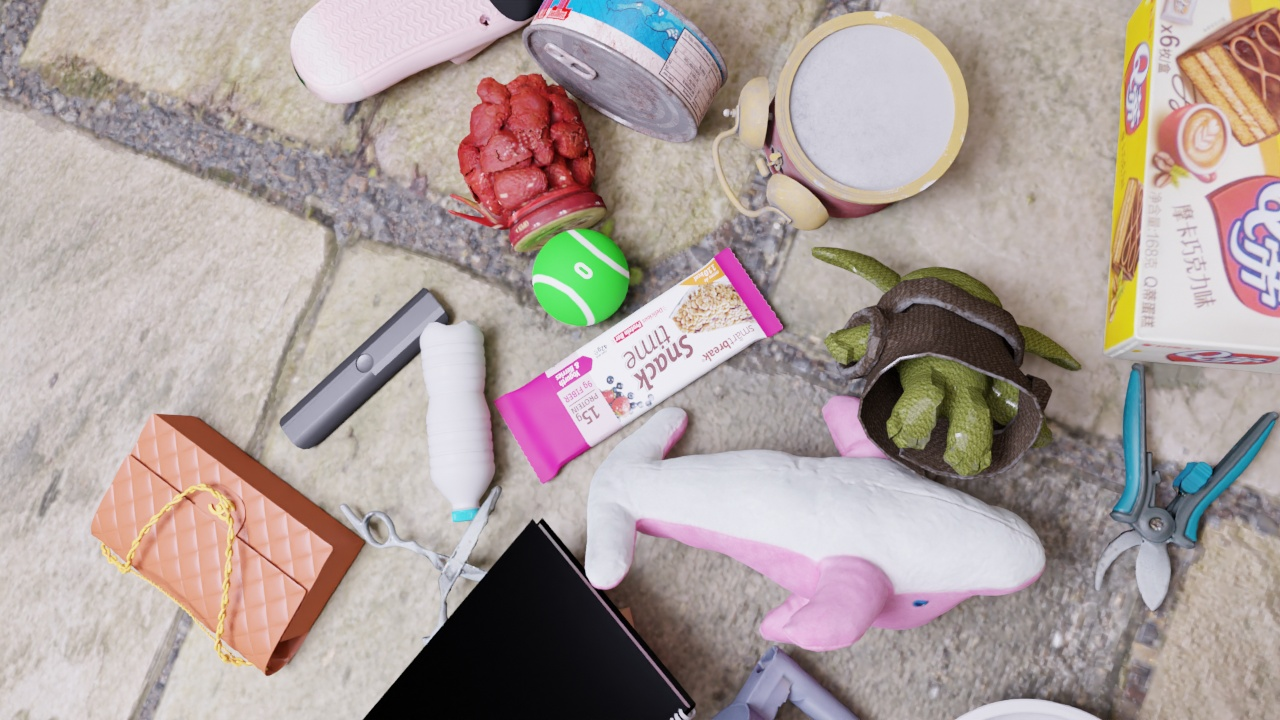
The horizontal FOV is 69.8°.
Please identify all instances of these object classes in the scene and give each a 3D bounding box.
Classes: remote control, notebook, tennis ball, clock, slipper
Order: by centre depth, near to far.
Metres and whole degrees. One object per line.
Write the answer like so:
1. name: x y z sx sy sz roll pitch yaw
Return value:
1. notebook: -0.080 0.224 0.565 0.149 0.016 0.207 46 106 23
2. clock: 0.123 -0.144 0.593 0.159 0.081 0.117 -24 89 -3
3. tennis ball: -0.040 -0.056 0.620 0.065 0.065 0.065 -2 81 10
4. remote control: -0.200 0.006 0.666 0.147 0.015 0.033 -42 77 2
5. slipper: -0.153 -0.260 0.677 0.221 0.056 0.106 -32 79 -5

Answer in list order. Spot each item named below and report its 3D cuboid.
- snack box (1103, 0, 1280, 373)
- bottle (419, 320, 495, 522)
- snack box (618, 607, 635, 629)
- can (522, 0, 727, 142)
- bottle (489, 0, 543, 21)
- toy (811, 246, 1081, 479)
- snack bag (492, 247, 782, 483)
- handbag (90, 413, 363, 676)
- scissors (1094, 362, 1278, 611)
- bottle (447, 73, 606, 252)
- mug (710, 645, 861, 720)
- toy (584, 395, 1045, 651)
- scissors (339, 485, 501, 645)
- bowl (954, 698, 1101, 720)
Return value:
1. snack box: 0.355 -0.113 0.556 0.110 0.061 0.230 6 82 11
2. bottle: -0.125 0.042 0.632 0.044 0.044 0.136 -8 80 9
3. snack box: -0.038 0.233 0.588 0.088 0.040 0.125 -15 79 8
4. can: -0.010 -0.197 0.602 0.130 0.130 0.044 28 87 13
5. bottle: -0.031 -0.308 0.644 0.181 0.059 0.059 -41 76 -20
6. toy: 0.176 0.003 0.536 0.179 0.152 0.078 24 126 0
7. snack bag: -0.004 0.004 0.629 0.196 0.016 0.070 -33 79 4
8. handbag: -0.301 0.128 0.647 0.172 0.060 0.109 32 92 13
9. scissors: 0.318 0.068 0.558 0.155 0.019 0.124 -35 76 3
10. bottle: -0.082 -0.135 0.632 0.099 0.099 0.111 -23 88 6
11. mug: 0.087 0.252 0.541 0.104 0.084 0.123 40 63 1
12. toy: 0.098 0.116 0.558 0.266 0.128 0.186 10 39 13
13. scissors: -0.137 0.137 0.617 0.175 0.014 0.142 16 105 24
14. bowl: 0.226 0.270 0.532 0.150 0.043 0.149 -2 81 10
